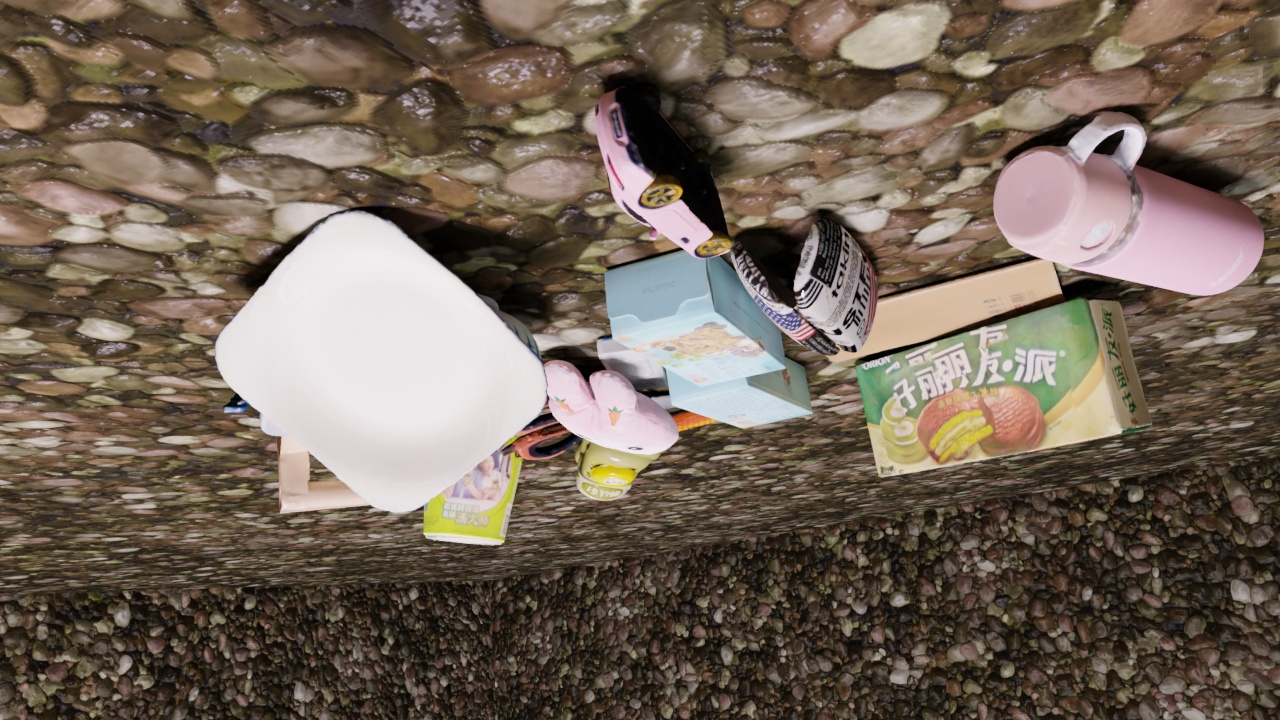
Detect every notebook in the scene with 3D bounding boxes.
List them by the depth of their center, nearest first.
[{"bbox_3d":[0.243,-0.038,0.775,0.208,0.008,0.147,-14,162,26],"label":"notebook"}]

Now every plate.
[{"bbox_3d":[-0.152,0.001,0.549,0.164,0.034,0.164,-37,108,23],"label":"plate"}]

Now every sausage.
[{"bbox_3d":[0.070,0.061,1.023,0.166,0.021,0.021,-18,160,36],"label":"sausage"}]

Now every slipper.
[{"bbox_3d":[-0.033,0.127,1.089,0.091,0.081,0.191,12,164,-10],"label":"slipper"}]

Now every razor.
[{"bbox_3d":[-0.262,0.016,0.743,0.142,0.022,0.042,-9,-162,-5],"label":"razor"}]

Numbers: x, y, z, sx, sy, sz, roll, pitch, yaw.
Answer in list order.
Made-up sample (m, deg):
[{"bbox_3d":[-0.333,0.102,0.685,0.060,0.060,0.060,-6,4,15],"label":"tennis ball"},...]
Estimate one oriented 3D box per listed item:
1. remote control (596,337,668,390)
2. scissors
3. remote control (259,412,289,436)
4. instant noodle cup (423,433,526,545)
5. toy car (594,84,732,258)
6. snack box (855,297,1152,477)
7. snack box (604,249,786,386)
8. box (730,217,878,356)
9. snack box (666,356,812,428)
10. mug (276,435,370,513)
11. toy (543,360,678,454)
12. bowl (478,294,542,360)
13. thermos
[{"bbox_3d":[-0.005,0.005,0.798,0.049,0.024,0.125,-7,165,6],"label":"remote control"},{"bbox_3d":[-0.038,0.063,0.928,0.185,0.015,0.208,-43,142,11],"label":"scissors"},{"bbox_3d":[-0.211,-0.001,0.594,0.055,0.020,0.136,3,131,-29],"label":"remote control"},{"bbox_3d":[-0.172,0.122,0.925,0.112,0.123,0.112,5,165,1],"label":"instant noodle cup"},{"bbox_3d":[0.011,-0.085,0.439,0.037,0.056,0.122,-17,161,21],"label":"toy car"},{"bbox_3d":[0.313,0.031,0.823,0.063,0.114,0.241,-2,168,-38],"label":"snack box"},{"bbox_3d":[0.045,-0.026,0.661,0.074,0.051,0.174,-14,162,21],"label":"snack box"},{"bbox_3d":[0.108,-0.044,0.625,0.087,0.076,0.163,8,174,25],"label":"box"},{"bbox_3d":[0.094,0.022,0.847,0.074,0.051,0.174,-16,162,26],"label":"snack box"},{"bbox_3d":[-0.217,0.048,0.688,0.103,0.124,0.084,-1,167,-25],"label":"mug"},{"bbox_3d":[-0.032,0.043,0.808,0.121,0.054,0.159,10,160,22],"label":"toy"},{"bbox_3d":[-0.126,-0.007,0.636,0.116,0.066,0.116,-6,165,-2],"label":"bowl"},{"bbox_3d":[0.294,-0.089,0.538,0.198,0.067,0.087,7,128,-34],"label":"thermos"}]
